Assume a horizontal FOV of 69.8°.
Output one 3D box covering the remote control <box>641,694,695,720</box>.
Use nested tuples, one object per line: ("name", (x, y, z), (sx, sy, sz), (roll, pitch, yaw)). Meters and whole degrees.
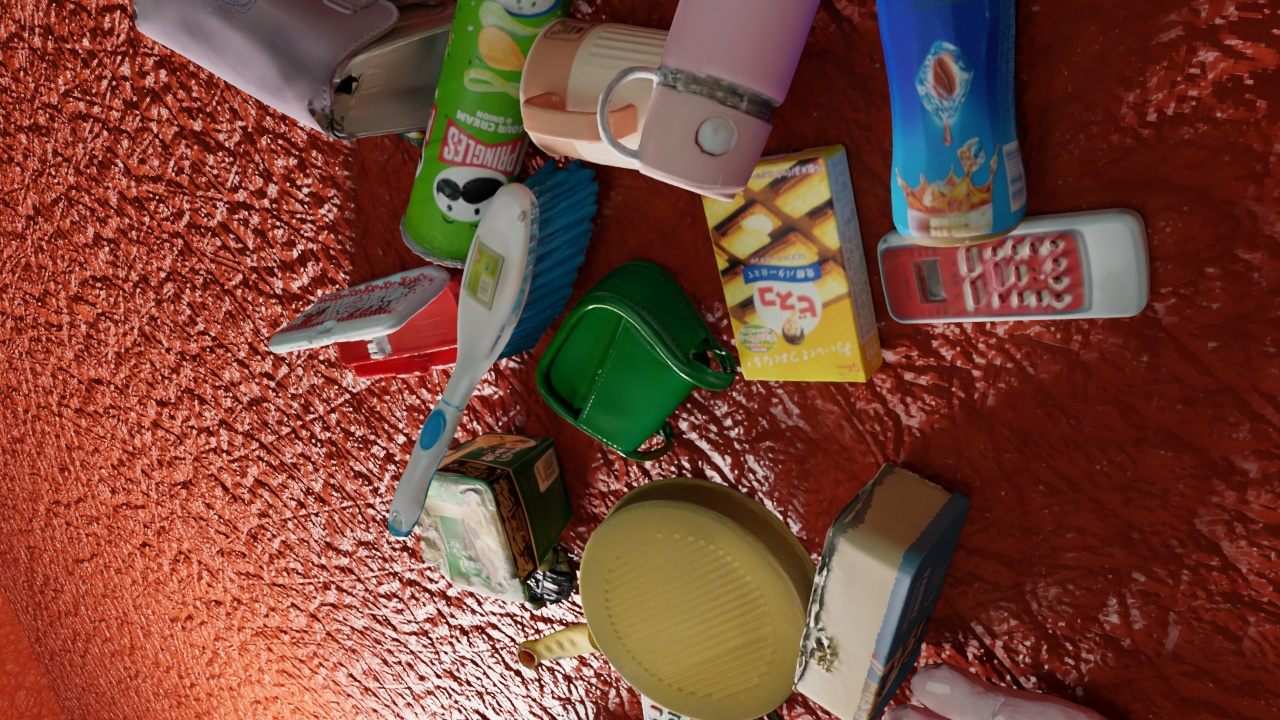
("remote control", (0.025, 0.302, 0.830), (0.056, 0.019, 0.135), (13, 123, 33))

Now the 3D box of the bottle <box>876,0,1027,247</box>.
("bottle", (0.143, -0.165, 0.430), (0.065, 0.065, 0.219), (5, 118, 37))

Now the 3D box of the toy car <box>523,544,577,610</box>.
("toy car", (-0.129, 0.176, 0.862), (0.158, 0.042, 0.070), (26, 130, 16))

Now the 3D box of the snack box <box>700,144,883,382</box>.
("snack box", (0.092, -0.055, 0.560), (0.087, 0.033, 0.140), (1, 117, 39))

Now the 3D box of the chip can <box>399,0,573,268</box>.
("chip can", (-0.099, -0.175, 0.601), (0.072, 0.072, 0.237), (37, 127, 16))

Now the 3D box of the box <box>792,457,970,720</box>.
("box", (0.153, 0.150, 0.591), (0.062, 0.089, 0.185), (28, 133, 28))

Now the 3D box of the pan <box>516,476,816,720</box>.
("pan", (-0.005, 0.219, 0.768), (0.358, 0.078, 0.197), (-33, 90, 33))

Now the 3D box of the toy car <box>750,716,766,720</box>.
("toy car", (0.081, 0.306, 0.766), (0.106, 0.031, 0.049), (18, 120, 55))

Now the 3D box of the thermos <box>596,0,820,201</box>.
("thermos", (0.045, -0.181, 0.442), (0.087, 0.067, 0.199), (18, 105, -11))

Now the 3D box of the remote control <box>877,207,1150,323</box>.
("remote control", (0.195, -0.048, 0.490), (0.136, 0.020, 0.056), (0, 114, 39))

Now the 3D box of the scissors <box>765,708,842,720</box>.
("scissors", (0.142, 0.325, 0.682), (0.223, 0.015, 0.189), (121, 133, -58))

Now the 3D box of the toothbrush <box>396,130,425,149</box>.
("toothbrush", (-0.116, -0.135, 0.688), (0.186, 0.017, 0.012), (32, 129, 19))

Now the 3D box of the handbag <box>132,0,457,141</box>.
("handbag", (-0.224, -0.232, 0.629), (0.197, 0.144, 0.099), (32, 134, 19))

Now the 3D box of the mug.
("mug", (-0.012, -0.149, 0.530), (0.106, 0.114, 0.082), (17, 122, 28))

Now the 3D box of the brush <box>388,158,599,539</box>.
("brush", (-0.117, 0.001, 0.668), (0.060, 0.109, 0.315), (34, 126, 16))

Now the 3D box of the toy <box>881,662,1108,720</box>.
("toy", (0.244, 0.255, 0.600), (0.159, 0.054, 0.122), (28, 127, 11))

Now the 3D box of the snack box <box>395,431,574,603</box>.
("snack box", (-0.121, 0.119, 0.781), (0.118, 0.105, 0.118), (4, 118, 35))

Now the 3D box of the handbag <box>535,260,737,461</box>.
("handbag", (-0.004, 0.004, 0.653), (0.120, 0.067, 0.132), (41, 133, 2))

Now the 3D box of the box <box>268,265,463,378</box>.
("box", (-0.229, -0.020, 0.787), (0.202, 0.101, 0.095), (-7, 109, 41))
